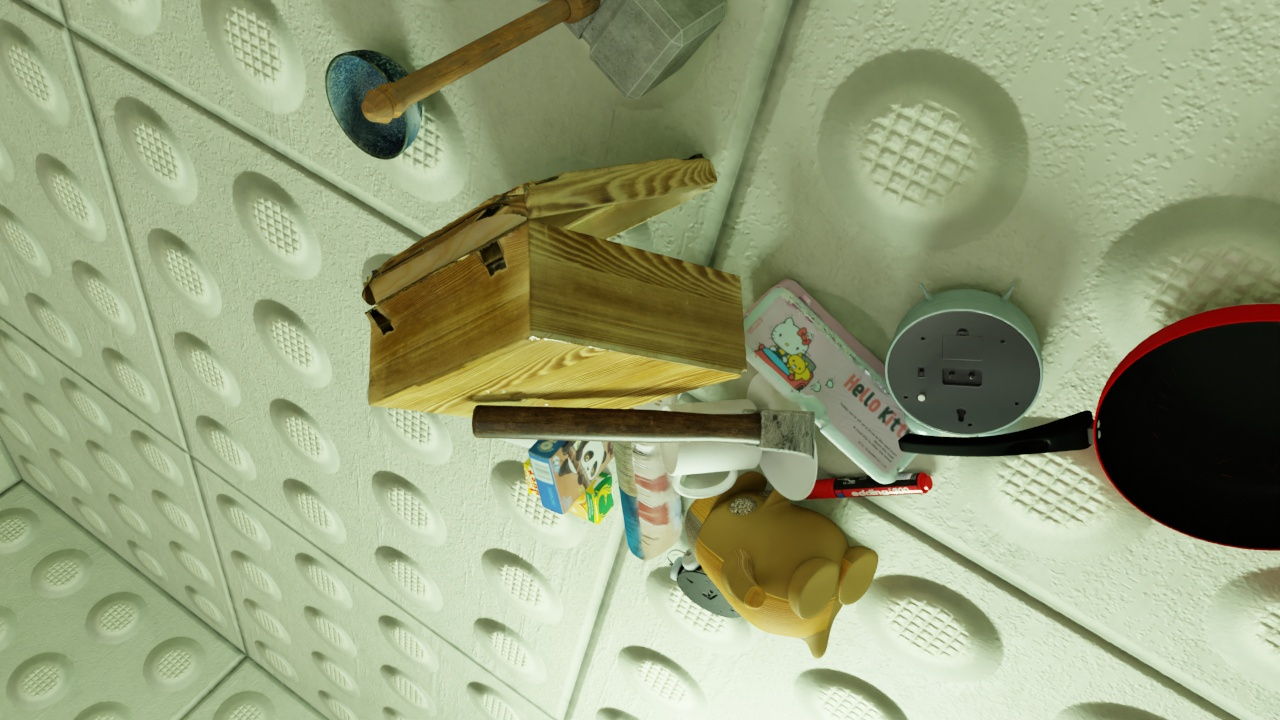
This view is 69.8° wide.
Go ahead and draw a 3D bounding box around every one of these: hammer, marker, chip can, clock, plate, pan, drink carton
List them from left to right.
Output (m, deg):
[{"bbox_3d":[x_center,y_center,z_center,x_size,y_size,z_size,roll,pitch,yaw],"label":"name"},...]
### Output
[{"bbox_3d":[-0.083,-0.238,0.657,0.162,0.316,0.083,47,139,-5],"label":"hammer"},{"bbox_3d":[-0.098,0.165,1.227,0.122,0.041,0.058,20,135,25],"label":"drink carton"},{"bbox_3d":[-0.003,0.058,0.801,0.300,0.218,0.037,2,87,-1],"label":"hammer"},{"bbox_3d":[0.010,0.141,1.095,0.080,0.079,0.230,17,134,27],"label":"chip can"},{"bbox_3d":[0.087,0.279,1.168,0.122,0.035,0.095,36,145,-1],"label":"clock"},{"bbox_3d":[0.146,0.075,0.932,0.135,0.011,0.134,166,90,-70],"label":"plate"},{"bbox_3d":[0.230,0.130,0.947,0.145,0.021,0.023,-12,156,44],"label":"marker"},{"bbox_3d":[0.273,0.012,0.776,0.123,0.045,0.159,3,123,22],"label":"clock"},{"bbox_3d":[0.383,0.053,0.702,0.357,0.067,0.209,-1,124,32],"label":"pan"}]

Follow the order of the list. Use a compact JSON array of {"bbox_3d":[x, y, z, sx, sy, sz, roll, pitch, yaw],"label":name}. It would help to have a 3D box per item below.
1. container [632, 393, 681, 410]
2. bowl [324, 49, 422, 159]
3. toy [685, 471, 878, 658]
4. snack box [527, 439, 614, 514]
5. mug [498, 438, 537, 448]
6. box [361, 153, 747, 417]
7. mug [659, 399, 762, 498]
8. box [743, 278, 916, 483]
[{"bbox_3d":[-0.006,0.006,1.009,0.129,0.049,0.081,20,134,25],"label":"container"},{"bbox_3d":[-0.270,-0.277,0.971,0.114,0.060,0.115,22,134,25],"label":"bowl"},{"bbox_3d":[0.138,0.203,1.004,0.203,0.198,0.163,29,113,44],"label":"toy"},{"bbox_3d":[-0.065,0.094,1.055,0.034,0.150,0.087,16,133,29],"label":"snack box"},{"bbox_3d":[-0.124,0.085,1.170,0.089,0.071,0.107,15,161,17],"label":"mug"},{"bbox_3d":[-0.097,-0.070,0.834,0.280,0.256,0.215,-17,72,47],"label":"box"},{"bbox_3d":[0.071,0.096,0.968,0.073,0.090,0.111,-120,30,-61],"label":"mug"},{"bbox_3d":[0.173,0.024,0.848,0.202,0.095,0.088,43,137,0],"label":"box"}]
